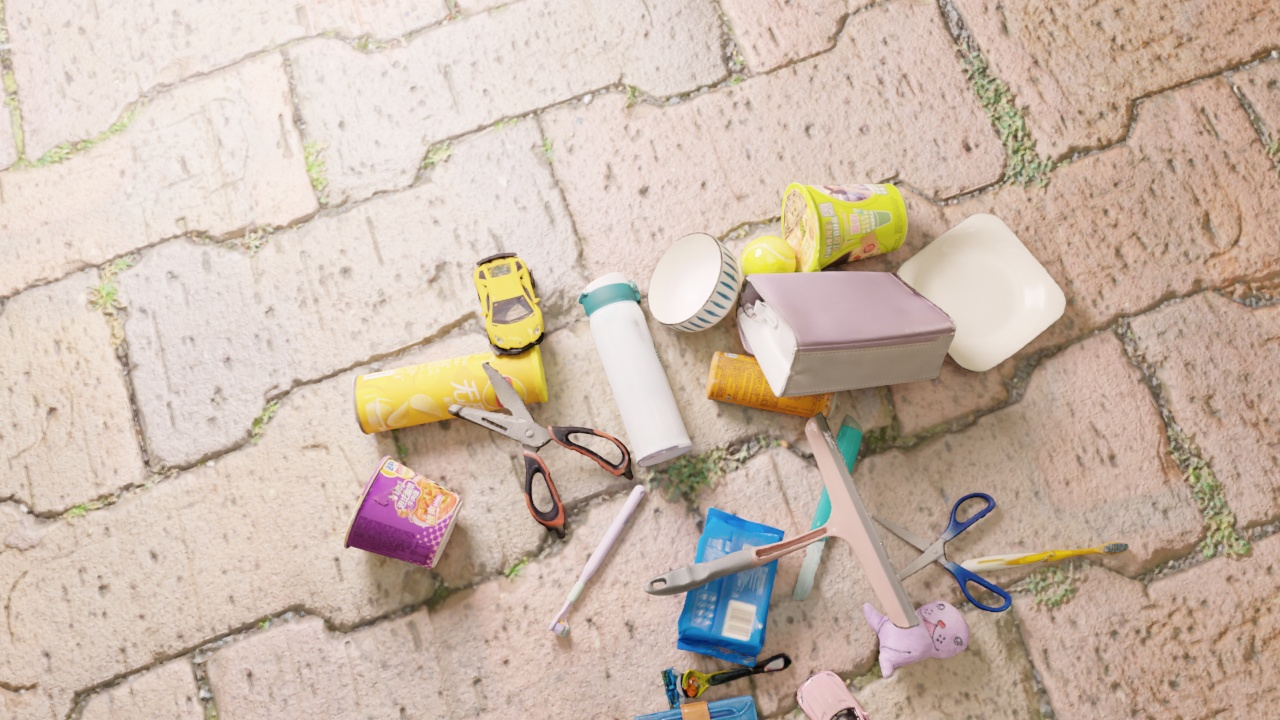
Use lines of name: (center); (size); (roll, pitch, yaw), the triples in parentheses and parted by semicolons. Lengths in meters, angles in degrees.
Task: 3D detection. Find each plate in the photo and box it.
plate: (0.400, -0.078, 1.095); (0.164, 0.034, 0.163); (-34, 78, -8)

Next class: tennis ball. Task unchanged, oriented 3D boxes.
tennis ball: (0.152, -0.116, 1.090); (0.065, 0.065, 0.065); (0, 76, 0)

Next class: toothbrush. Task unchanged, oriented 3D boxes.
toothbrush: (-0.046, 0.222, 1.029); (0.021, 0.029, 0.189); (19, 72, 44)
toothbrush: (0.454, 0.220, 1.028); (0.191, 0.018, 0.016); (-7, 74, -1)

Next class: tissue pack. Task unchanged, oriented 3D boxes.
tissue pack: (0.098, 0.247, 1.005); (0.095, 0.052, 0.157); (14, 76, 2)

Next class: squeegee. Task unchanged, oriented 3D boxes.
squeegee: (0.123, 0.204, 0.969); (0.249, 0.040, 0.247); (-18, 61, -1)

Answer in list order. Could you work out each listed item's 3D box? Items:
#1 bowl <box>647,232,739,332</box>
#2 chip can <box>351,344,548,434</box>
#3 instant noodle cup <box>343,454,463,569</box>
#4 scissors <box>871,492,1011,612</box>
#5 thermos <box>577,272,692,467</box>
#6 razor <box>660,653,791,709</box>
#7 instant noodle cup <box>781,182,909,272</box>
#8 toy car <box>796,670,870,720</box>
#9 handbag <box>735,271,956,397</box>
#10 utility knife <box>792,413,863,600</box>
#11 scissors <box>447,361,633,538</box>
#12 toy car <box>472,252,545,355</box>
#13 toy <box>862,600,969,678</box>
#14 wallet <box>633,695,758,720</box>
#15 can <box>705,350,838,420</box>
bowl: (0.071, -0.084, 1.071); (0.066, 0.117, 0.116); (25, 72, -39)
chip can: (-0.216, 0.032, 1.050); (0.213, 0.072, 0.072); (-10, 76, -3)
instant noodle cup: (-0.254, 0.171, 1.002); (0.099, 0.112, 0.111); (22, 77, -4)
scissors: (0.341, 0.210, 1.026); (0.173, 0.012, 0.162); (31, 72, 17)
thermos: (-0.006, 0.006, 1.060); (0.073, 0.073, 0.224); (-19, 76, -5)
razor: (0.096, 0.343, 0.997); (0.142, 0.022, 0.042); (-12, 78, -3)
instant noodle cup: (0.244, -0.162, 1.085); (0.123, 0.112, 0.111); (-9, 76, -10)
toy car: (0.218, 0.390, 0.977); (0.056, 0.037, 0.122); (-35, 77, -10)
handbag: (0.222, -0.036, 1.023); (0.196, 0.099, 0.144); (-5, 43, -17)
utility knife: (0.213, 0.167, 1.045); (0.029, 0.013, 0.222); (21, 74, 4)
scissors: (-0.107, 0.097, 1.027); (0.188, 0.015, 0.227); (-14, 99, -14)
toy car: (-0.152, -0.068, 1.066); (0.071, 0.041, 0.155); (-14, 47, -6)
toy: (0.303, 0.296, 1.000); (0.108, 0.039, 0.083); (-12, 55, -1)
wallet: (0.065, 0.417, 0.972); (0.133, 0.040, 0.106); (-9, 80, -3)
can: (0.151, 0.029, 1.057); (0.146, 0.058, 0.058); (10, 76, 3)
